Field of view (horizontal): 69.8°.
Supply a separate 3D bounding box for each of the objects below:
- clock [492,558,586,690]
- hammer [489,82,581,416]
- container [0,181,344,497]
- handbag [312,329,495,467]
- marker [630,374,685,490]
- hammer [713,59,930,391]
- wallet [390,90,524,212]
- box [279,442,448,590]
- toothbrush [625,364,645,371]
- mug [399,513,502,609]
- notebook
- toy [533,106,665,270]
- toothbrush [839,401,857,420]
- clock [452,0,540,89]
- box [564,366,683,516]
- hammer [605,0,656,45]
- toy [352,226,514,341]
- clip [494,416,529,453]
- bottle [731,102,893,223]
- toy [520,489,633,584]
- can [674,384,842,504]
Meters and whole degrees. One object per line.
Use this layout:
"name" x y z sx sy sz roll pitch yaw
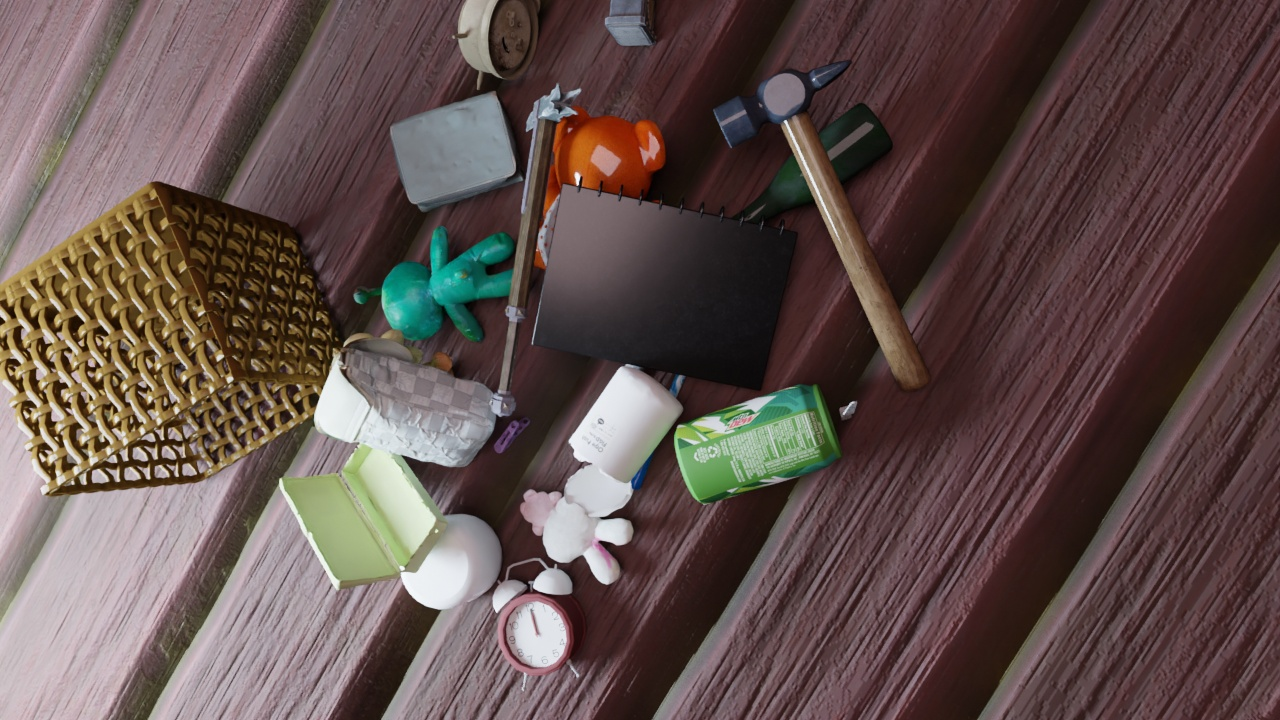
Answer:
"clock" -0.105 0.268 0.947 0.087 0.044 0.124 -18 84 13
"hammer" -0.116 -0.101 0.911 0.028 0.147 0.317 9 92 -22
"container" -0.490 -0.014 0.976 0.252 0.219 0.214 -29 80 12
"handbag" -0.237 0.038 0.953 0.171 0.123 0.113 20 134 -19
"marker" 0.020 0.066 0.941 0.013 0.013 0.142 24 93 15
"hammer" 0.194 -0.118 0.856 0.129 0.040 0.322 -25 96 13
"wallet" -0.197 -0.226 0.998 0.132 0.054 0.100 -14 92 12
"box" -0.285 0.156 0.953 0.133 0.061 0.188 -31 42 -22
"toothbrush" -0.006 0.006 0.947 0.024 0.022 0.186 32 97 -4
"mug" -0.206 0.202 0.966 0.094 0.068 0.115 -45 77 9
"notebook" 0.023 -0.075 0.896 0.231 0.019 0.169 11 101 -3
"toy" -0.042 -0.165 0.938 0.164 0.092 0.172 17 104 18
"toothbrush" 0.184 0.041 0.811 0.010 0.181 0.010 -14 80 8
"clock" -0.147 -0.364 0.980 0.055 0.093 0.140 17 66 22
"box" -0.025 0.087 0.914 0.081 0.091 0.160 39 94 31
"hammer" -0.040 -0.392 0.823 0.044 0.321 0.098 4 88 15
"toy" -0.215 -0.075 0.980 0.194 0.072 0.130 -21 90 14
"clip" -0.139 0.078 0.975 0.050 0.045 0.014 -42 79 -5
"bottle" 0.159 -0.177 0.897 0.174 0.055 0.055 -36 79 14
"toy" -0.068 0.173 0.946 0.125 0.037 0.076 24 97 18
"can" 0.112 0.079 0.879 0.144 0.083 0.083 -19 82 13
